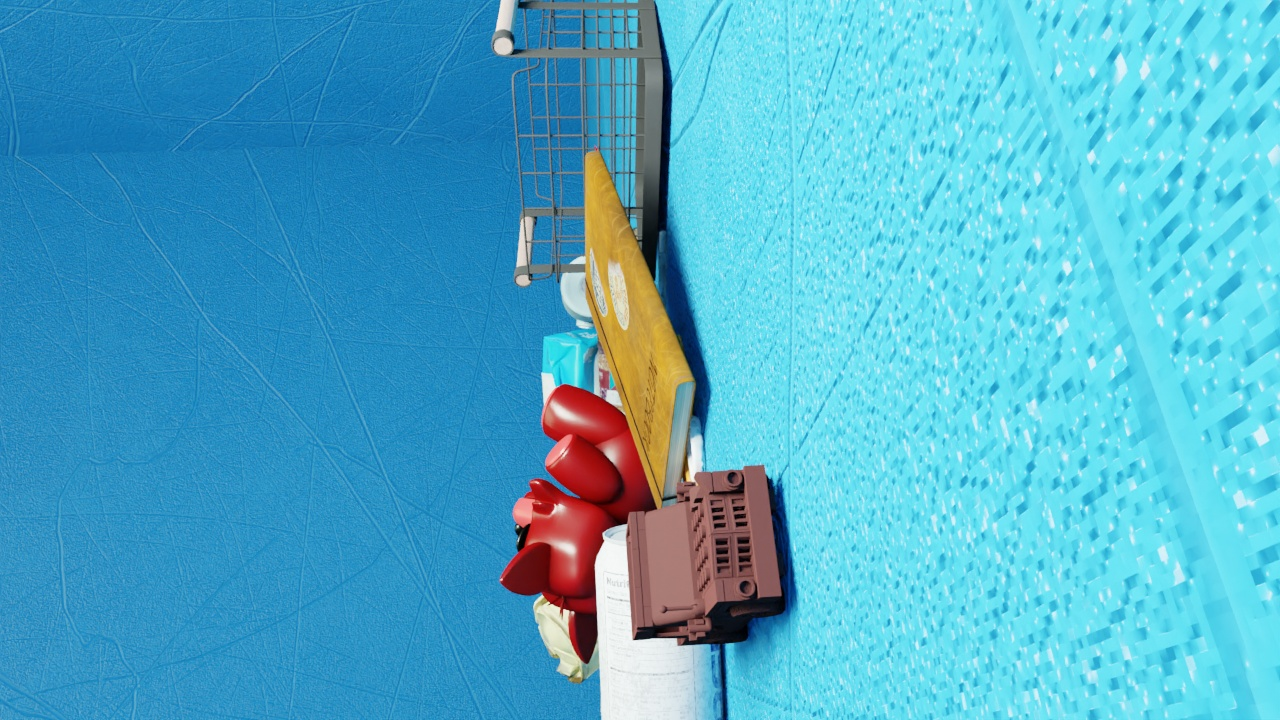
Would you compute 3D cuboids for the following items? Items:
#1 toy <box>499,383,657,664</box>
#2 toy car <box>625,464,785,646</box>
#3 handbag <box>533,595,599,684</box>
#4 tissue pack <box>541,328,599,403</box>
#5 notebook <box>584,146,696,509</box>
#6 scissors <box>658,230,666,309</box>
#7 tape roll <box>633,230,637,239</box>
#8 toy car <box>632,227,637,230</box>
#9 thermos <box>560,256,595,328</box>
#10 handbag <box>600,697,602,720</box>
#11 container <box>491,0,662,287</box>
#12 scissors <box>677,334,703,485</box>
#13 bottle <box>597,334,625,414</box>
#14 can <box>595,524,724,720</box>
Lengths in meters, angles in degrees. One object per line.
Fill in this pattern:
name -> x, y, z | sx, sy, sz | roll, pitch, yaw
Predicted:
toy -> -0.049, 0.136, 0.788 | 0.158, 0.121, 0.196 | 61, -138, -44
toy car -> 0.026, 0.103, 0.454 | 0.170, 0.062, 0.070 | 97, 169, -67
handbag -> -0.036, 0.243, 0.872 | 0.081, 0.119, 0.111 | 44, 153, 26
tissue pack -> -0.057, 0.015, 1.154 | 0.209, 0.066, 0.117 | -21, -68, -66
notebook -> -0.010, -0.023, 0.707 | 0.179, 0.014, 0.249 | 94, 161, -50
scissors -> 0.020, -0.034, 0.751 | 0.142, 0.014, 0.171 | 83, -175, -75
tape roll -> -0.008, -0.097, 1.017 | 0.094, 0.027, 0.094 | 175, 92, -86
toy car -> -0.026, -0.142, 1.103 | 0.105, 0.048, 0.032 | -130, 34, -80
thermos -> -0.057, -0.076, 1.033 | 0.207, 0.065, 0.078 | -175, 89, -85
handbag -> 0.001, 0.331, 0.851 | 0.151, 0.074, 0.176 | -100, 9, -60
container -> -0.053, -0.194, 0.816 | 0.162, 0.130, 0.242 | -93, 3, -47
scissors -> 0.033, 0.032, 0.659 | 0.074, 0.012, 0.131 | 101, 165, -66
bottle -> -0.021, 0.018, 1.076 | 0.056, 0.056, 0.105 | -109, 16, -75
can -> 0.012, 0.177, 0.585 | 0.078, 0.078, 0.136 | -168, 75, -86
